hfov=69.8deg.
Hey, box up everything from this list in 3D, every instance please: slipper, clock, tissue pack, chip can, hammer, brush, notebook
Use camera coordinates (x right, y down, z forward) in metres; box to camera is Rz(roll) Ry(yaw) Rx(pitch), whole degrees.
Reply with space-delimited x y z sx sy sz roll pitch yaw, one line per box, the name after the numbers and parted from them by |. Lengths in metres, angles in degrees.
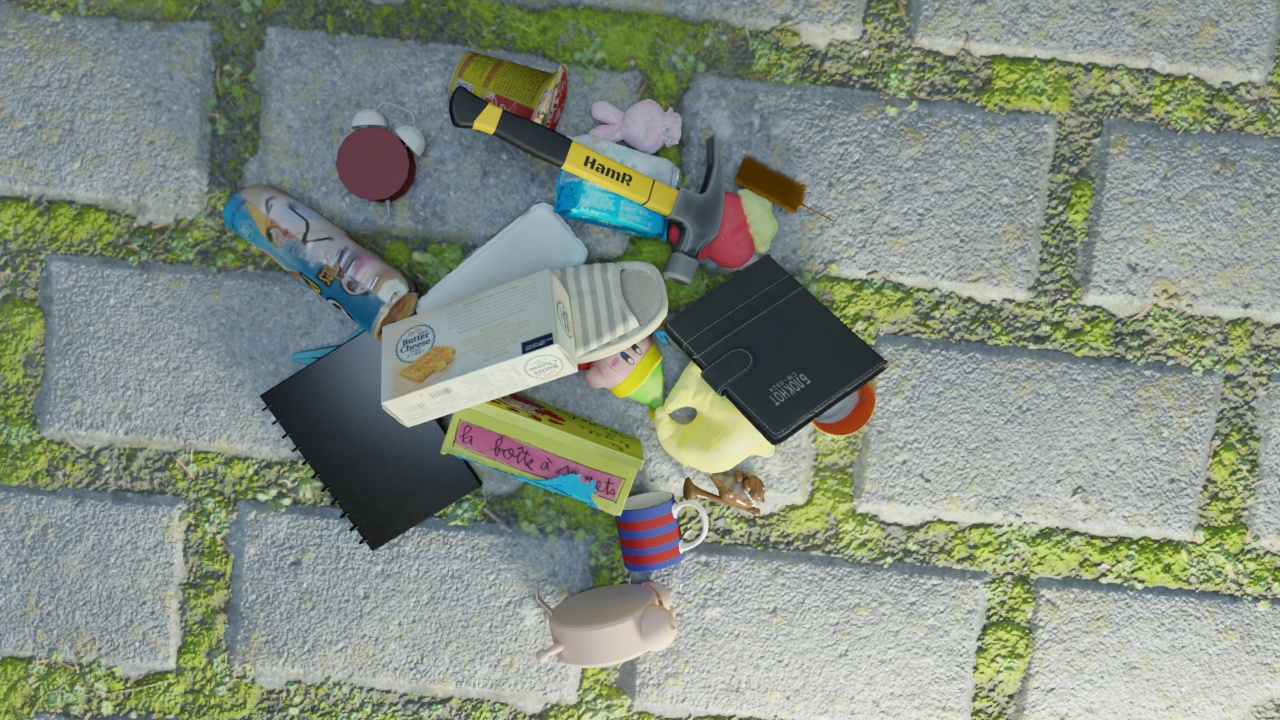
-0.102 -0.045 1.043 0.273 0.054 0.114 -19 73 2 | slipper
-0.040 0.301 1.085 0.160 0.131 0.086 -5 96 -1 | clock
-0.030 -0.199 1.054 0.144 0.062 0.093 12 88 -22 | tissue pack
-0.363 -0.119 1.048 0.229 0.079 0.080 36 94 4 | chip can
-0.052 -0.216 0.997 0.324 0.034 0.169 21 83 -19 | hammer
0.173 -0.200 1.083 0.126 0.048 0.017 27 136 -4 | brush
-0.302 -0.237 1.068 0.087 0.044 0.124 22 95 -3 | clock
0.145 -0.017 1.035 0.169 0.029 0.209 -33 53 -13 | notebook
-0.324 0.098 1.100 0.169 0.019 0.231 -31 101 5 | notebook

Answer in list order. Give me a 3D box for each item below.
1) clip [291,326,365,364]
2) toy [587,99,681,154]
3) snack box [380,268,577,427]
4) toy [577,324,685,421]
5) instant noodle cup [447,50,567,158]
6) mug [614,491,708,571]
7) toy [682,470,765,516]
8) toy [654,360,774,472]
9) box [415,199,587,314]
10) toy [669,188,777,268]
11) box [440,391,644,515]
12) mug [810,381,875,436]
-0.342 -0.012 1.101 0.120 0.033 0.118 35 97 -5 | clip
-0.006 -0.272 1.070 0.110 0.047 0.063 7 74 3 | toy
-0.175 -0.013 0.984 0.208 0.057 0.104 -18 55 12 | snack box
-0.007 0.006 1.095 0.131 0.097 0.124 37 64 7 | toy
-0.155 -0.297 1.046 0.112 0.100 0.100 23 95 5 | instant noodle cup
0.028 0.203 1.098 0.112 0.074 0.076 -8 96 20 | mug
0.108 0.158 1.120 0.102 0.041 0.055 20 117 -11 | toy
0.102 0.061 1.095 0.155 0.064 0.170 31 96 -13 | toy
-0.166 -0.096 1.084 0.213 0.063 0.118 -38 98 2 | box
0.099 -0.153 1.084 0.135 0.045 0.091 -22 94 -4 | toy
-0.109 0.098 1.069 0.221 0.124 0.079 19 97 -2 | box
0.222 0.040 1.077 0.082 0.105 0.082 0 96 -1 | mug
